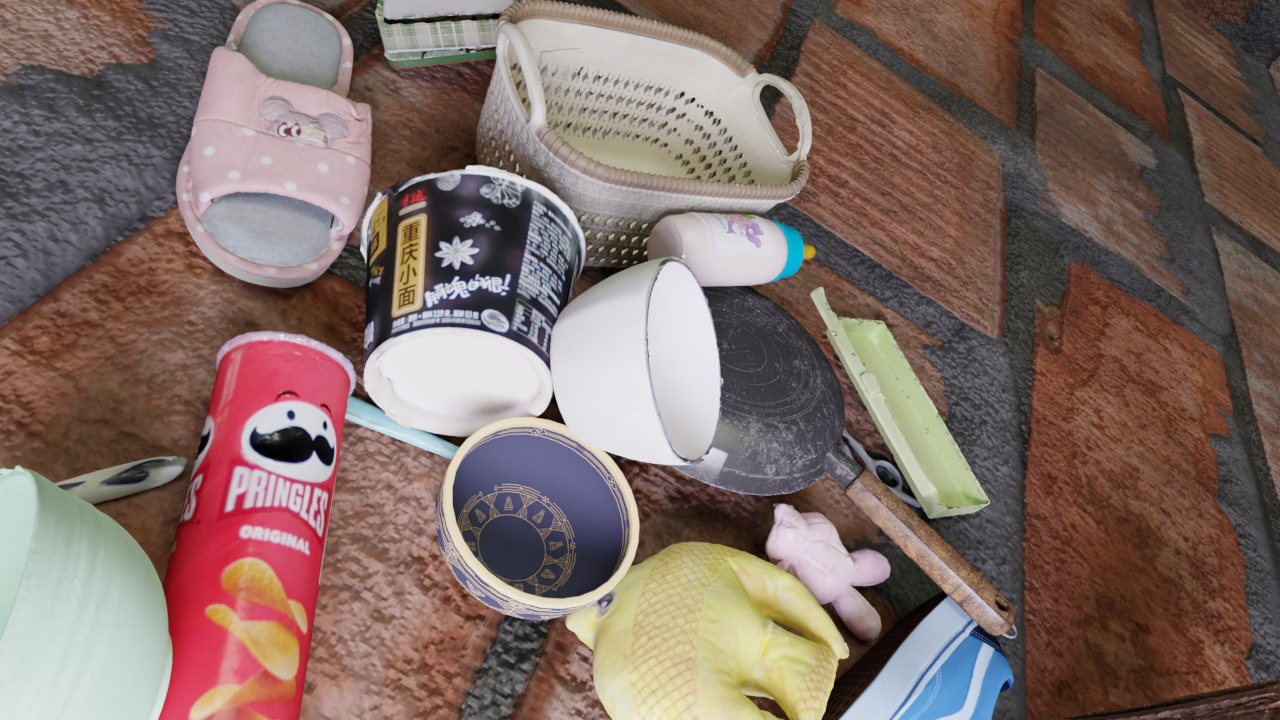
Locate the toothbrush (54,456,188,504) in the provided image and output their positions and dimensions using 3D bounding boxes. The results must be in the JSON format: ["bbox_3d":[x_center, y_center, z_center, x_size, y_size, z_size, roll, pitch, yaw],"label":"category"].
[{"bbox_3d":[-0.305,0.070,0.416,0.188,0.017,0.016,-15,64,-38],"label":"toothbrush"}]

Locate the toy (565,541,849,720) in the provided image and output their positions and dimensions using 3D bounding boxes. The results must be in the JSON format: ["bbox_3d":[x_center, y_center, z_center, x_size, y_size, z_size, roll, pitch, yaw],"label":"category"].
[{"bbox_3d":[0.035,0.157,0.507,0.155,0.065,0.170,18,22,14],"label":"toy"}]

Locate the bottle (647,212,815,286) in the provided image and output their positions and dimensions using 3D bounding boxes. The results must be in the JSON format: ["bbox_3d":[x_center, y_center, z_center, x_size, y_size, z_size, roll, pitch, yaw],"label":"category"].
[{"bbox_3d":[0.074,-0.079,0.662,0.146,0.051,0.051,-4,58,-36],"label":"bottle"}]

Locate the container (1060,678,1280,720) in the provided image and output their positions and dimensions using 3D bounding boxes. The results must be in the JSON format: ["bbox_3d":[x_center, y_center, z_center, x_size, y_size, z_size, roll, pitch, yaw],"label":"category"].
[{"bbox_3d":[0.319,0.272,0.519,0.112,0.199,0.114,-36,79,-33],"label":"container"}]

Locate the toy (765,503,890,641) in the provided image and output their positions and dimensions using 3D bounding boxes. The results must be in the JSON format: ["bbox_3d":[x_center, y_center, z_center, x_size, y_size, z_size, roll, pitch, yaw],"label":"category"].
[{"bbox_3d":[0.122,0.138,0.611,0.110,0.047,0.063,35,47,-18],"label":"toy"}]

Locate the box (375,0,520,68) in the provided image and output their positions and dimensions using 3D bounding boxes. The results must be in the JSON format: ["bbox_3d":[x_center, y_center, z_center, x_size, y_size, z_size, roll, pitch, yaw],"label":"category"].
[{"bbox_3d":[-0.156,-0.329,0.777,0.117,0.050,0.205,-5,54,-4],"label":"box"}]

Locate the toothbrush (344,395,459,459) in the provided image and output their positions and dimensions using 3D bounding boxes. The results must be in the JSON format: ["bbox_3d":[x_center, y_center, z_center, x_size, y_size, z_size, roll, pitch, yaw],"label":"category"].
[{"bbox_3d":[-0.113,0.053,0.552,0.180,0.017,0.016,24,42,-12],"label":"toothbrush"}]

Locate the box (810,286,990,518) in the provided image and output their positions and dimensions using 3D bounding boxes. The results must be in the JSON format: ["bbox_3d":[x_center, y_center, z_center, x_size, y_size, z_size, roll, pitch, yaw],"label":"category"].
[{"bbox_3d":[0.199,0.036,0.732,0.141,0.044,0.187,20,40,-54],"label":"box"}]

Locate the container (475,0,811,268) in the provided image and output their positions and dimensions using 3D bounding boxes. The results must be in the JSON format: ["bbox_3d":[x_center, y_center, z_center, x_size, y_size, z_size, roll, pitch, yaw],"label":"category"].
[{"bbox_3d":[-0.005,-0.164,0.702,0.245,0.143,0.184,-1,56,-33],"label":"container"}]

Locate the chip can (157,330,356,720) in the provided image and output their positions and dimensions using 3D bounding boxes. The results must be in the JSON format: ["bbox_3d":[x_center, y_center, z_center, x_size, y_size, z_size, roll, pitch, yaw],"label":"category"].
[{"bbox_3d":[-0.185,0.099,0.431,0.073,0.073,0.232,14,50,-23],"label":"chip can"}]

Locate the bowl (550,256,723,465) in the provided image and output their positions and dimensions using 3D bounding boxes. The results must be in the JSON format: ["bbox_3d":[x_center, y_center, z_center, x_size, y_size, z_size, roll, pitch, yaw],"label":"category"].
[{"bbox_3d":[-0.003,0.003,0.517,0.116,0.066,0.116,-6,90,-67],"label":"bowl"}]

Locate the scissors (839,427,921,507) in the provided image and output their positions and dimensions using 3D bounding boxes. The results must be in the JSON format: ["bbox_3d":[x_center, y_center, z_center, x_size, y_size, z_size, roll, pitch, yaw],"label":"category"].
[{"bbox_3d":[0.161,0.051,0.728,0.094,0.014,0.170,0,58,-34],"label":"scissors"}]

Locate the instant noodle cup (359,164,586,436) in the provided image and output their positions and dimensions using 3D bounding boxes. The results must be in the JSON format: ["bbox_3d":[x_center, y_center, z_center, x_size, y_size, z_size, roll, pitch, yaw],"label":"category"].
[{"bbox_3d":[-0.101,-0.027,0.537,0.137,0.138,0.112,15,49,-22],"label":"instant noodle cup"}]

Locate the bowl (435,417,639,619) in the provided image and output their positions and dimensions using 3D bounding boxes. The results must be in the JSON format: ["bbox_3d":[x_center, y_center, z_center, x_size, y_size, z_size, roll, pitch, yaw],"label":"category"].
[{"bbox_3d":[-0.064,0.095,0.515,0.112,0.061,0.112,17,48,-20],"label":"bowl"}]

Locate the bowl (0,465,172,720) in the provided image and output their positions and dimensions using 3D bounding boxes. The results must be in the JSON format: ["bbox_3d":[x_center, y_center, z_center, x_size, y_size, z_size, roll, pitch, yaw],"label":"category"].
[{"bbox_3d":[-0.231,0.123,0.344,0.077,0.151,0.150,33,39,-41],"label":"bowl"}]

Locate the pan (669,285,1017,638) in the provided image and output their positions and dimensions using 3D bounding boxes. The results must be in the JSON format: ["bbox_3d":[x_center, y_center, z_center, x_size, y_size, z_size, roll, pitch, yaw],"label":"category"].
[{"bbox_3d":[0.113,0.051,0.617,0.357,0.040,0.207,40,40,14],"label":"pan"}]

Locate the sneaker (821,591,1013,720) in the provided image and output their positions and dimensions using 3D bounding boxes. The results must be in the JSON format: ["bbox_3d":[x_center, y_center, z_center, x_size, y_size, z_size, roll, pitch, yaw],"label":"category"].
[{"bbox_3d":[0.158,0.225,0.540,0.240,0.084,0.098,-20,68,-44],"label":"sneaker"}]

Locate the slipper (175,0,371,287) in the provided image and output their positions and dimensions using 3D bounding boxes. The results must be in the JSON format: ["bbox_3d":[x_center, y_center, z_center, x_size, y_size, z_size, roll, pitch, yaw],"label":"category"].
[{"bbox_3d":[-0.239,-0.165,0.618,0.114,0.055,0.273,9,51,-26],"label":"slipper"}]
